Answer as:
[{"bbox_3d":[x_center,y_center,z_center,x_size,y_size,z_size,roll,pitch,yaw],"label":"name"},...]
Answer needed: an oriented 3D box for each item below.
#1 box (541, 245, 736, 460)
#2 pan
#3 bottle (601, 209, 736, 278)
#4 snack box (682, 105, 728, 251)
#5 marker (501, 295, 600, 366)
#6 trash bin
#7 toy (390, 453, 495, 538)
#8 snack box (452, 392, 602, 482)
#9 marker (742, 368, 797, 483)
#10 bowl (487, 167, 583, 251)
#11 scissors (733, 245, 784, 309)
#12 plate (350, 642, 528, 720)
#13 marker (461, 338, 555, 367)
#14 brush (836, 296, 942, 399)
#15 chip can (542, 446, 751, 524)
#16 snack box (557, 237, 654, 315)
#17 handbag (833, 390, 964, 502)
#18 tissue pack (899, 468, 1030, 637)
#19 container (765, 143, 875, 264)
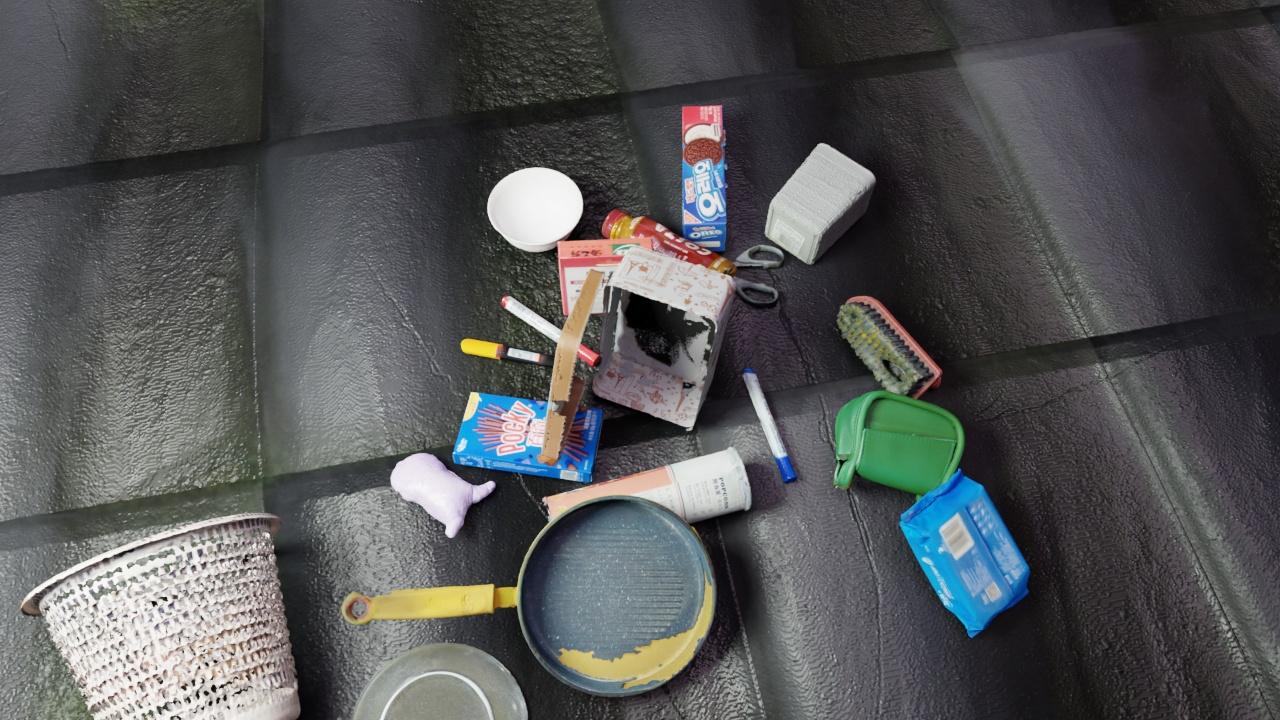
[{"bbox_3d":[-0.007,0.006,0.977,0.157,0.183,0.192,17,45,8],"label":"box"},{"bbox_3d":[-0.101,0.231,0.895,0.357,0.078,0.197,0,86,-7],"label":"pan"},{"bbox_3d":[0.032,-0.133,1.140,0.175,0.057,0.057,31,66,19],"label":"bottle"},{"bbox_3d":[0.084,-0.240,1.200,0.058,0.057,0.207,-1,60,3],"label":"snack box"},{"bbox_3d":[-0.110,-0.037,1.118,0.145,0.017,0.017,33,66,16],"label":"marker"},{"bbox_3d":[-0.420,0.273,0.854,0.227,0.228,0.192,-22,77,-12],"label":"trash bin"},{"bbox_3d":[-0.224,0.138,1.012,0.108,0.039,0.083,28,48,17],"label":"toy"},{"bbox_3d":[-0.126,0.086,1.041,0.157,0.026,0.084,7,54,3],"label":"snack box"},{"bbox_3d":[0.148,0.073,1.063,0.017,0.017,0.145,-15,64,-9],"label":"marker"},{"bbox_3d":[-0.130,-0.178,1.164,0.118,0.065,0.118,0,63,0],"label":"bowl"},{"bbox_3d":[0.105,-0.116,1.167,0.170,0.014,0.159,-31,64,-14],"label":"scissors"},{"bbox_3d":[-0.200,0.365,0.900,0.179,0.024,0.179,0,62,-1],"label":"plate"},{"bbox_3d":[-0.154,-0.007,1.103,0.124,0.015,0.018,10,64,1],"label":"marker"},{"bbox_3d":[0.295,-0.019,1.094,0.069,0.063,0.145,-11,56,-42],"label":"brush"},{"bbox_3d":[0.007,0.154,0.988,0.214,0.071,0.071,-14,63,-8],"label":"chip can"},{"bbox_3d":[-0.040,-0.106,1.092,0.113,0.127,0.044,-3,62,-3],"label":"snack box"},{"bbox_3d":[0.282,0.099,1.018,0.131,0.068,0.120,18,78,-7],"label":"handbag"},{"bbox_3d":[0.340,0.202,0.961,0.094,0.052,0.157,-33,96,-19],"label":"tissue pack"},{"bbox_3d":[0.224,-0.195,1.166,0.090,0.090,0.114,37,70,17],"label":"container"}]
